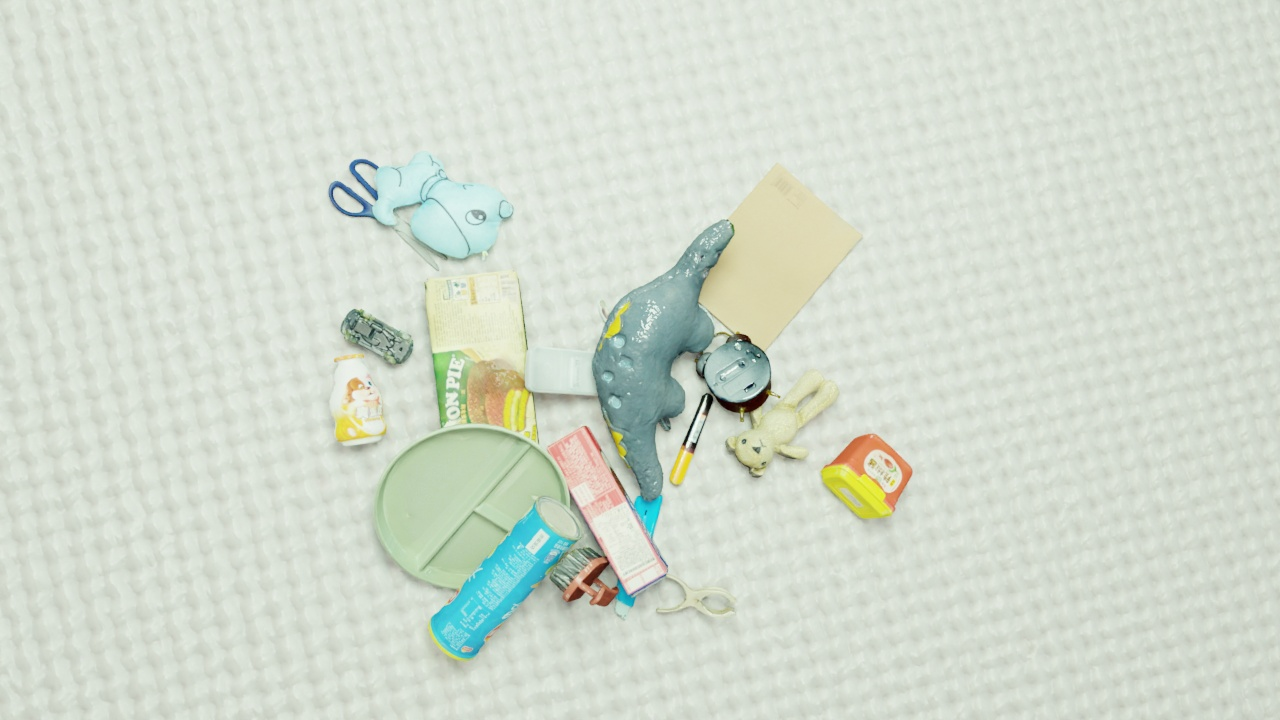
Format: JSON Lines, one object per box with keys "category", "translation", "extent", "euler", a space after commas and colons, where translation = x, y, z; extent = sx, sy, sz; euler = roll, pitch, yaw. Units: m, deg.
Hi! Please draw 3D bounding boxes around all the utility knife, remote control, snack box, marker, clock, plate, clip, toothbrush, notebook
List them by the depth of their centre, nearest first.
{"category": "plate", "translation": [-0.199, 0.173, 1.089], "extent": [0.230, 0.027, 0.230], "euler": [-3, 113, -8]}
{"category": "snack box", "translation": [-0.040, 0.183, 1.121], "extent": [0.058, 0.057, 0.207], "euler": [-30, 84, 1]}
{"category": "snack box", "translation": [-0.191, 0.015, 1.123], "extent": [0.114, 0.063, 0.240], "euler": [-8, 88, -6]}
{"category": "remote control", "translation": [-0.081, 0.015, 1.125], "extent": [0.135, 0.020, 0.056], "euler": [5, 86, -36]}
{"category": "clock", "translation": [0.118, 0.013, 1.151], "extent": [0.082, 0.055, 0.122], "euler": [-33, 63, -1]}
{"category": "utility knife", "translation": [-0.006, 0.245, 1.153], "extent": [0.034, 0.018, 0.161], "euler": [14, 87, -5]}
{"category": "clip", "translation": [0.072, 0.298, 1.153], "extent": [0.100, 0.034, 0.070], "euler": [9, 87, 3]}
{"category": "snack box", "translation": [0.288, 0.145, 1.161], "extent": [0.091, 0.082, 0.080], "euler": [43, 70, -3]}
{"category": "toothbrush", "translation": [-0.007, 0.007, 1.164], "extent": [0.016, 0.017, 0.187], "euler": [-28, 91, -7]}
{"category": "marker", "translation": [0.065, 0.100, 1.170], "extent": [0.018, 0.015, 0.123], "euler": [23, 83, -6]}
{"category": "notebook", "translation": [0.167, -0.133, 1.192], "extent": [0.149, 0.012, 0.211], "euler": [41, 84, -1]}

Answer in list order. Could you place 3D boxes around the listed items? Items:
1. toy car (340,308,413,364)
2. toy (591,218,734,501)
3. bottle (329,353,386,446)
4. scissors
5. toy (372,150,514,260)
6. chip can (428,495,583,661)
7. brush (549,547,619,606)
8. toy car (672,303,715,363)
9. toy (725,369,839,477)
{"category": "toy car", "translation": [-0.322, -0.029, 1.126], "extent": [0.090, 0.034, 0.043], "euler": [28, 82, -6]}
{"category": "toy", "translation": [0.016, -0.009, 1.106], "extent": [0.138, 0.091, 0.356], "euler": [17, 96, -11]}
{"category": "bottle", "translation": [-0.343, 0.048, 1.105], "extent": [0.063, 0.063, 0.108], "euler": [-9, 88, -6]}
{"category": "scissors", "translation": [-0.305, -0.186, 1.148], "extent": [0.173, 0.012, 0.126], "euler": [15, 86, -6]}
{"category": "toy", "translation": [-0.243, -0.187, 1.133], "extent": [0.161, 0.050, 0.156], "euler": [-23, 90, -10]}
{"category": "chip can", "translation": [-0.159, 0.256, 1.079], "extent": [0.071, 0.071, 0.210], "euler": [41, 102, -3]}
{"category": "brush", "translation": [-0.061, 0.260, 1.082], "extent": [0.069, 0.146, 0.063], "euler": [39, 84, 11]}
{"category": "toy car", "translation": [0.046, -0.030, 1.165], "extent": [0.105, 0.031, 0.049], "euler": [-38, 91, -5]}
{"category": "toy", "translation": [0.182, 0.076, 1.155], "extent": [0.157, 0.066, 0.105], "euler": [-43, 86, 0]}
